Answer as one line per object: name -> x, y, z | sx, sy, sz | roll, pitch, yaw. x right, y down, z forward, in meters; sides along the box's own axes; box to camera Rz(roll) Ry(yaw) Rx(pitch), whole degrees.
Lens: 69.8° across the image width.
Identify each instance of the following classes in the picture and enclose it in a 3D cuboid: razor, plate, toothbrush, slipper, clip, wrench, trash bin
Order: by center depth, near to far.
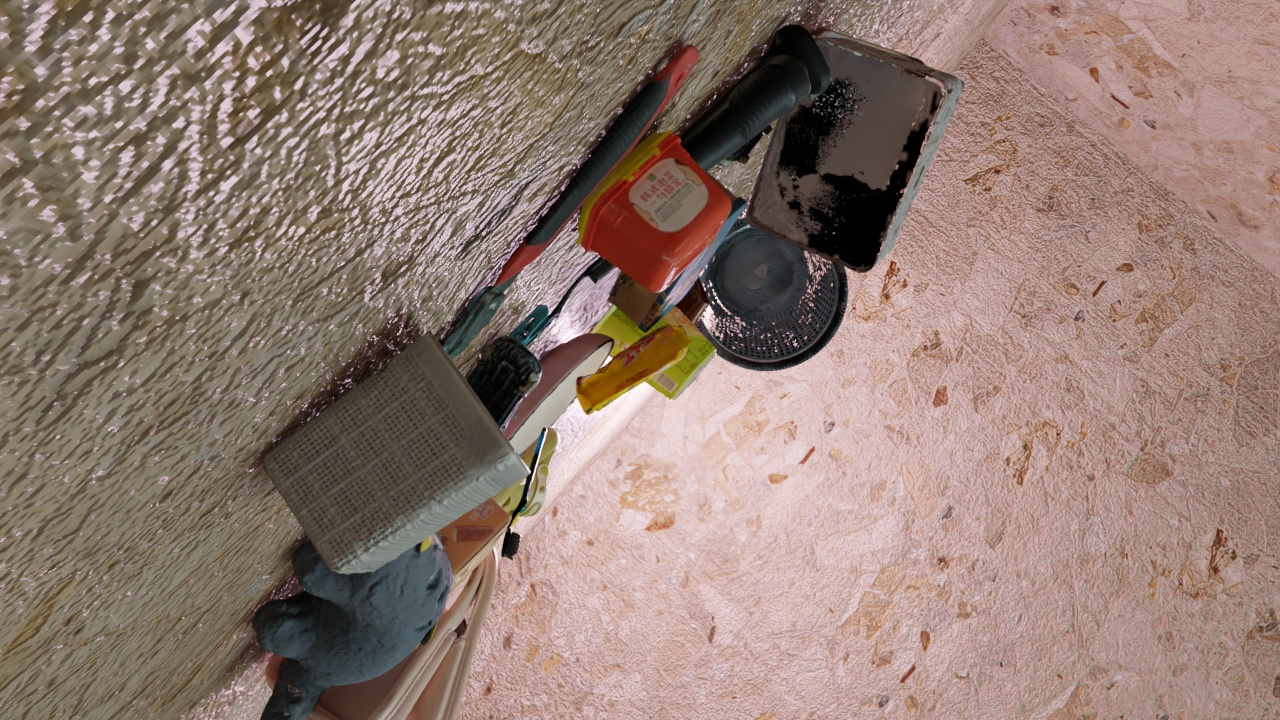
wrench -> -0.056, -0.087, 0.573 | 0.273, 0.016, 0.056 | -48, 175, 6
razor -> 0.076, -0.193, 0.723 | 0.167, 0.062, 0.068 | -42, -155, -10
clip -> -0.094, -0.022, 0.746 | 0.056, 0.014, 0.040 | -48, 174, -18
toothbrush -> -0.086, -0.024, 0.785 | 0.189, 0.017, 0.014 | -46, 175, -4
toothbrush -> -0.110, 0.125, 0.899 | 0.189, 0.016, 0.014 | -79, -165, -56
plate -> -0.104, 0.038, 0.957 | 0.192, 0.039, 0.192 | -47, 175, -6
slipper -> -0.154, 0.163, 1.162 | 0.092, 0.081, 0.190 | -29, -164, 49
trash bin -> 0.183, -0.116, 1.383 | 0.227, 0.226, 0.195 | -49, -173, 13

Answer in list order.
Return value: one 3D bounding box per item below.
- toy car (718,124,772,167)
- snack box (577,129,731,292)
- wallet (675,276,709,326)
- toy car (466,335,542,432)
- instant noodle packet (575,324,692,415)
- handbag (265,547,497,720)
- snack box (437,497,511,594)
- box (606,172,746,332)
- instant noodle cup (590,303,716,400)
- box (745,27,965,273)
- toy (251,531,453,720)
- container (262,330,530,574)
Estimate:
toy car -> 0.086, -0.199, 0.815 | 0.043, 0.034, 0.090 | -48, 174, 28
snack box -> 0.011, -0.103, 0.650 | 0.091, 0.080, 0.082 | -46, 173, -22
wallet -> 0.043, -0.064, 1.156 | 0.101, 0.032, 0.124 | -54, -154, 22
toy car -> -0.115, 0.025, 0.729 | 0.106, 0.049, 0.031 | -51, 172, 35
instant noodle packet -> -0.006, 0.005, 0.935 | 0.128, 0.044, 0.110 | -32, -178, 6
handbag -> -0.229, 0.256, 0.888 | 0.194, 0.093, 0.233 | 5, -128, 40
snack box -> -0.184, 0.151, 0.831 | 0.076, 0.094, 0.093 | -44, 174, -35
box -> 0.034, -0.109, 0.905 | 0.089, 0.061, 0.185 | -45, 176, -34
instant noodle cup -> 0.019, -0.021, 1.066 | 0.111, 0.123, 0.112 | -48, 175, -6
box -> 0.198, -0.198, 0.855 | 0.177, 0.153, 0.183 | -31, 144, -56
toy -> -0.223, 0.192, 0.728 | 0.137, 0.091, 0.357 | -2, 136, -39
container -> -0.137, 0.057, 0.521 | 0.114, 0.090, 0.090 | -35, 171, -9
